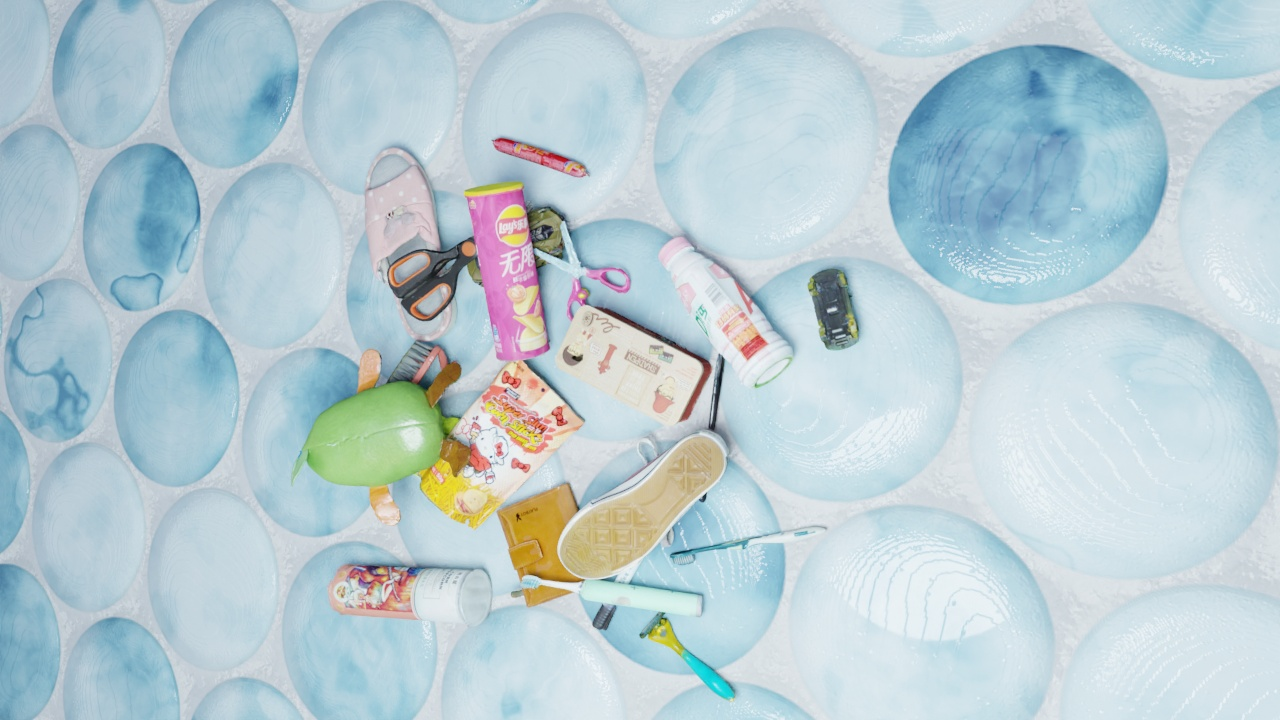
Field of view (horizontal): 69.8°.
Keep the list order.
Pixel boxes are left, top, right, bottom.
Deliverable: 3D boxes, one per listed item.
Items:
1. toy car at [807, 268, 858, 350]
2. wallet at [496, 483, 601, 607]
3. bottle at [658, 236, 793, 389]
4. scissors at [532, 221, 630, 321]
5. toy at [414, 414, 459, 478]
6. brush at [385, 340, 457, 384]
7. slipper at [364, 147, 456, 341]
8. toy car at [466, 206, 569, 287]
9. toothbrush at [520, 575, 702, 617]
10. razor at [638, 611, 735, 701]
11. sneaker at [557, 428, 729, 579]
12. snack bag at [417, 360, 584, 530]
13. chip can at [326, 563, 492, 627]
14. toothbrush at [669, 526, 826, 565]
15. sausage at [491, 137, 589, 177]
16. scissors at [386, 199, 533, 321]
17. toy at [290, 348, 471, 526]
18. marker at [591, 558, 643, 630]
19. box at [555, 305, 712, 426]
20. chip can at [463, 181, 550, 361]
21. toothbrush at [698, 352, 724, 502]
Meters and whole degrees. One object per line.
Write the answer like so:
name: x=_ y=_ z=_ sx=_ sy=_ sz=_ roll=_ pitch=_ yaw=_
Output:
toy car: x=0.214 y=-0.056 z=1.013 sx=0.043 sy=0.036 sz=0.091 roll=-15 pitch=84 yaw=23
wallet: x=-0.120 y=0.235 z=1.153 sx=0.119 sy=0.035 sz=0.130 roll=-23 pitch=80 yaw=14
bottle: x=0.092 y=-0.059 z=1.053 sx=0.068 sy=0.068 sz=0.197 roll=-44 pitch=69 yaw=16
scissors: x=-0.070 y=-0.109 z=1.132 sx=0.125 sy=0.017 sz=0.133 roll=-11 pitch=103 yaw=16
toy: x=-0.273 y=0.117 z=1.219 sx=0.100 sy=0.031 sz=0.097 roll=-15 pitch=96 yaw=14
brush: x=-0.305 y=0.041 z=1.226 sx=0.069 sy=0.063 sz=0.146 roll=34 pitch=102 yaw=-10
slipper: x=-0.317 y=-0.157 z=1.236 sx=0.114 sy=0.054 sz=0.274 roll=-18 pitch=83 yaw=22
toy car: x=-0.161 y=-0.143 z=1.177 sx=0.158 sy=0.042 sz=0.070 roll=-22 pitch=79 yaw=24
toothbrush: x=-0.036 y=0.277 z=1.095 sx=0.225 sy=0.027 sz=0.026 roll=6 pitch=117 yaw=13
razor: x=0.059 y=0.350 z=1.071 sx=0.132 sy=0.028 sz=0.043 roll=38 pitch=71 yaw=22
sneaker: x=0.008 y=0.163 z=1.068 sx=0.241 sy=0.087 sz=0.118 roll=-42 pitch=87 yaw=13
snack bag: x=-0.182 y=0.107 z=1.165 sx=0.128 sy=0.073 sz=0.208 roll=44 pitch=99 yaw=10
chip can: x=-0.305 y=0.306 z=1.207 sx=0.215 sy=0.071 sz=0.071 roll=-4 pitch=87 yaw=24
toothbrush: x=0.122 y=0.214 z=1.056 sx=0.192 sy=0.016 sz=0.018 roll=-15 pitch=92 yaw=23
sausage: x=-0.129 y=-0.262 z=1.178 sx=0.156 sy=0.020 sz=0.020 roll=22 pitch=97 yaw=22
scissors: x=-0.218 y=-0.124 z=1.175 sx=0.235 sy=0.021 sz=0.137 roll=-12 pitch=103 yaw=14
toy: x=-0.323 y=0.094 z=1.157 sx=0.247 sy=0.090 sz=0.226 roll=-13 pitch=76 yaw=15
marker: x=-0.022 y=0.272 z=1.115 sx=0.022 sy=0.018 sz=0.131 roll=29 pitch=101 yaw=0
box: x=-0.006 y=0.006 z=1.092 sx=0.168 sy=0.079 sz=0.091 roll=28 pitch=98 yaw=16
chip can: x=-0.161 y=-0.108 z=1.121 sx=0.071 sy=0.071 sz=0.211 roll=-1 pitch=108 yaw=23
toothbrush: x=0.081 y=0.077 z=1.078 sx=0.018 sy=0.015 sz=0.181 roll=11 pitch=93 yaw=32
